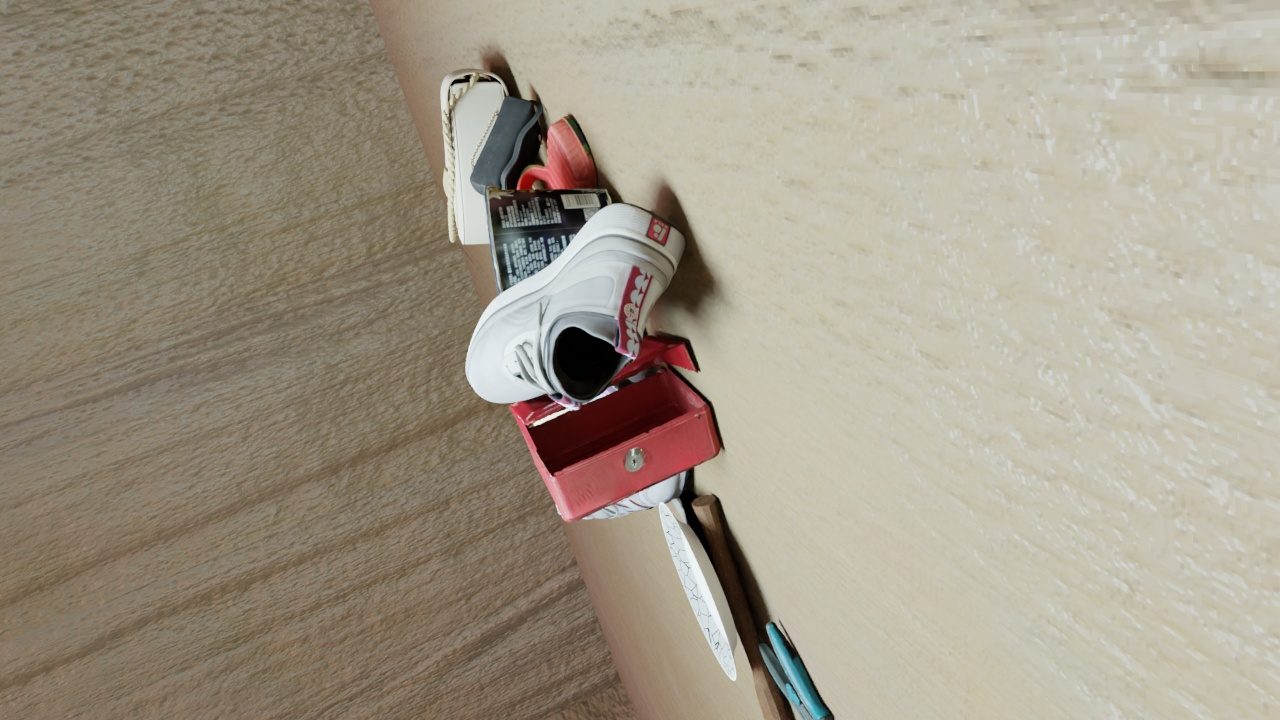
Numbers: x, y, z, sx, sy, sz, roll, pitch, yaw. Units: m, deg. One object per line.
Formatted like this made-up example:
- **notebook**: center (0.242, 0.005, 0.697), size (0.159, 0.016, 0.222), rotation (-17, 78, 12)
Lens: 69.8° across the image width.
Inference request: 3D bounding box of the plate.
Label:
- **plate**: center (0.064, 0.230, 0.933), size (0.189, 0.016, 0.188), rotation (159, 91, -81)

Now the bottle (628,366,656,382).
- **bottle**: center (-0.006, 0.006, 0.944), size (0.113, 0.030, 0.030), rotation (-148, 38, -71)

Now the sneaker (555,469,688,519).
- **sneaker**: center (-0.033, 0.136, 1.011), size (0.240, 0.124, 0.088), rotation (117, 137, -65)

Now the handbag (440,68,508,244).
- **handbag**: center (-0.193, -0.250, 1.131), size (0.210, 0.103, 0.209), rotation (-126, 33, -67)

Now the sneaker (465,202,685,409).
- **sneaker**: center (-0.064, -0.006, 0.719), size (0.264, 0.096, 0.128), rotation (-35, 35, 45)

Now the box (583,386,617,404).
- **box**: center (-0.081, 0.017, 1.072), size (0.214, 0.035, 0.151), rotation (38, 166, -2)

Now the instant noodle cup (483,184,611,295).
- **instant noodle cup**: center (-0.076, -0.097, 0.834), size (0.137, 0.112, 0.137), rotation (169, 92, -86)

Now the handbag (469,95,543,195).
- **handbag**: center (-0.137, -0.216, 0.981), size (0.054, 0.128, 0.079), rotation (18, 168, 17)

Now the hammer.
- **hammer**: center (0.113, 0.286, 0.924), size (0.115, 0.033, 0.323), rotation (-151, 41, -74)

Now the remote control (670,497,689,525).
- **remote control**: center (0.029, 0.136, 1.068), size (0.136, 0.013, 0.033), rotation (-125, 18, -45)

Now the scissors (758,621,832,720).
- **scissors**: center (0.146, 0.302, 0.827), size (0.148, 0.019, 0.123), rotation (22, 129, 66)

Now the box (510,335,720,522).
- **box**: center (-0.024, 0.057, 0.822), size (0.110, 0.157, 0.134), rotation (66, 171, -16)

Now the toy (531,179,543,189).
- **toy**: center (-0.117, -0.175, 1.094), size (0.055, 0.041, 0.102), rotation (-14, 107, 56)

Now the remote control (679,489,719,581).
- **remote control**: center (0.074, 0.213, 1.002), size (0.034, 0.013, 0.150), rotation (-154, 44, -73)

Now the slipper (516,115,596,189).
- **slipper**: center (-0.090, -0.157, 0.954), size (0.103, 0.059, 0.249), rotation (62, 165, 12)

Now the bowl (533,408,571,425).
- **bowl**: center (-0.095, 0.075, 1.218), size (0.151, 0.075, 0.150), rotation (51, -167, -17)
